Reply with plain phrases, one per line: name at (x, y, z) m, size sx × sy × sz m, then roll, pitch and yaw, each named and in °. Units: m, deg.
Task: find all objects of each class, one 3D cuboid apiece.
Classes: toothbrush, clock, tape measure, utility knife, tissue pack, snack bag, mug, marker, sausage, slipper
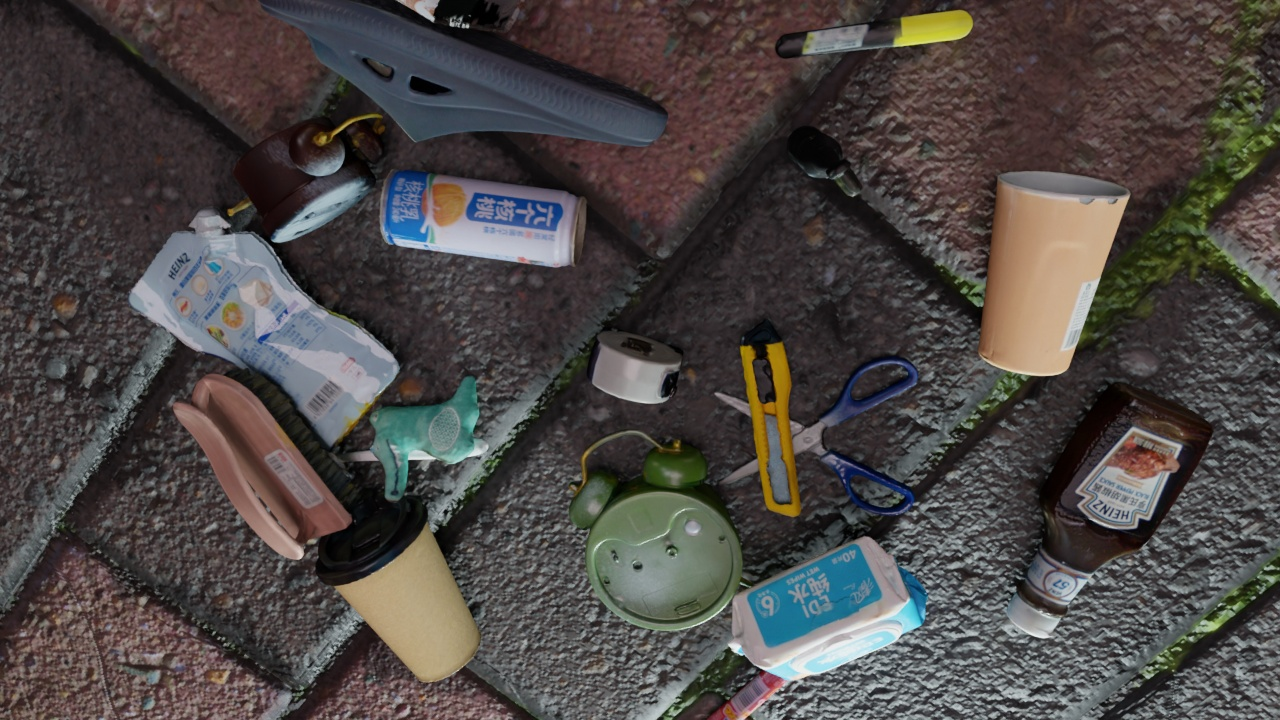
toothbrush at (0.104, -0.116, 0.525) m, size 0.026 × 0.212 × 0.027 m, roll -34°, pitch 102°, yaw 14°
clock at (0.011, 0.126, 0.693) m, size 0.116 × 0.056 × 0.161 m, roll -23°, pitch 104°, yaw 12°
tape measure at (-0.004, 0.004, 0.651) m, size 0.066 × 0.066 × 0.034 m, roll 15°, pitch 107°, yaw 1°
utility knife at (0.098, 0.045, 0.670) m, size 0.033 × 0.015 × 0.154 m, roll -7°, pitch 106°, yaw 14°
tissue pack at (0.139, 0.188, 0.678) m, size 0.140 × 0.063 × 0.090 m, roll -28°, pitch 146°, yaw 12°
clock at (-0.219, -0.129, 0.621) m, size 0.122 × 0.081 × 0.055 m, roll -30°, pitch 97°, yaw 27°
toothbrush at (-0.207, 0.075, 0.720) m, size 0.180 × 0.016 × 0.016 m, roll -6°, pitch 111°, yaw 7°
snack bag at (-0.279, -0.022, 0.685) m, size 0.191 × 0.038 × 0.110 m, roll 42°, pitch 117°, yaw -8°
mug at (0.265, -0.056, 0.604) m, size 0.078 × 0.078 × 0.123 m, roll 4°, pitch 112°, yaw 4°
marker at (0.150, -0.211, 0.596) m, size 0.124 × 0.015 × 0.018 m, roll -4°, pitch 106°, yaw 10°
sausage at (0.097, 0.268, 0.748) m, size 0.020 × 0.020 × 0.156 m, roll 40°, pitch 107°, yaw -7°
slipper at (-0.118, -0.171, 0.588) m, size 0.268 × 0.110 × 0.083 m, roll 18°, pitch 111°, yaw -4°

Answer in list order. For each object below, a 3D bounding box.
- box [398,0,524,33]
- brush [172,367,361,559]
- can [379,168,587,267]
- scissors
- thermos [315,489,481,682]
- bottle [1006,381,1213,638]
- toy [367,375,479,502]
box at (-0.083, -0.323, 0.498) m, size 0.106 × 0.177 × 0.272 m, roll 17°, pitch 109°, yaw 0°
brush at (-0.274, 0.072, 0.669) m, size 0.063 × 0.072 × 0.146 m, roll -18°, pitch 113°, yaw 32°
can at (-0.107, -0.098, 0.636) m, size 0.134 × 0.053 × 0.053 m, roll 8°, pitch 108°, yaw 3°
scissors at (0.138, 0.057, 0.682) m, size 0.176 × 0.012 × 0.163 m, roll 36°, pitch 108°, yaw -5°
thermos at (-0.184, 0.177, 0.717) m, size 0.093 × 0.093 × 0.143 m, roll -22°, pitch 113°, yaw 12°
bottle at (0.327, 0.114, 0.665) m, size 0.080 × 0.044 × 0.195 m, roll 22°, pitch 109°, yaw 0°
toy at (-0.167, 0.060, 0.697) m, size 0.092 × 0.030 × 0.096 m, roll -2°, pitch 77°, yaw 14°
